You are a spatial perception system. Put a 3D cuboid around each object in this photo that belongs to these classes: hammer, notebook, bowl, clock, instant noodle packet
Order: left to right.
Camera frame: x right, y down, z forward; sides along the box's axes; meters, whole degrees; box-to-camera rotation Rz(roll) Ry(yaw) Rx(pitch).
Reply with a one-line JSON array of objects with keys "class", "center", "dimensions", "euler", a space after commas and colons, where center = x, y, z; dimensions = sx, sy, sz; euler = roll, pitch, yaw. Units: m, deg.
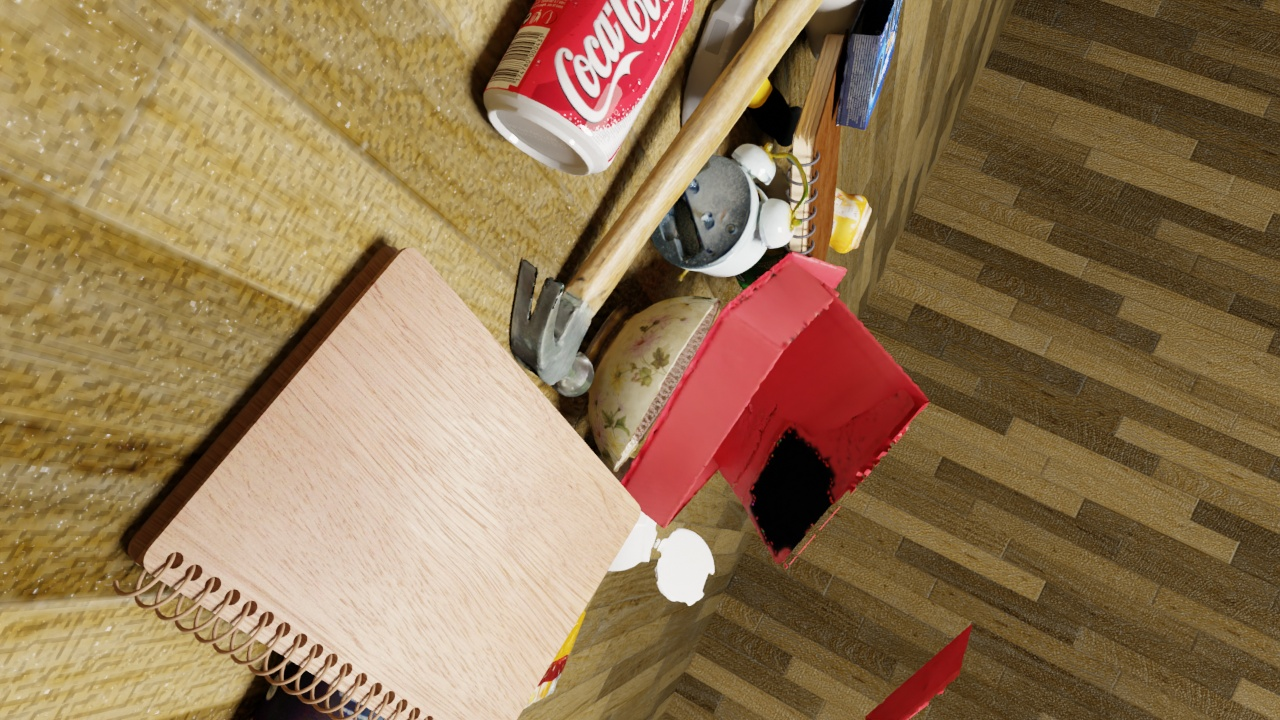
[{"class": "notebook", "center": [-0.096, 0.080, 0.418], "dimensions": [0.168, 0.022, 0.210], "euler": [-57, 133, -24]}, {"class": "instant noodle packet", "center": [-0.099, 0.283, 0.877], "dimensions": [0.098, 0.040, 0.135], "euler": [-64, 163, 2]}, {"class": "bowl", "center": [-0.004, 0.004, 0.675], "dimensions": [0.145, 0.063, 0.145], "euler": [-56, 173, -11]}, {"class": "hammer", "center": [0.026, -0.127, 0.583], "dimensions": [0.330, 0.033, 0.132], "euler": [-55, 160, -5]}, {"class": "clock", "center": [0.064, -0.107, 0.654], "dimensions": [0.118, 0.083, 0.057], "euler": [-25, 160, 26]}, {"class": "hammer", "center": [0.097, -0.216, 0.749], "dimensions": [0.127, 0.029, 0.323], "euler": [-67, 165, 10]}, {"class": "notebook", "center": [0.150, -0.143, 0.794], "dimensions": [0.226, 0.024, 0.167], "euler": [81, 24, -49]}]

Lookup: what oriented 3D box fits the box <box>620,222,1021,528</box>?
[{"class": "box", "center": [0.208, 0.007, 0.853], "dimensions": [0.509, 0.141, 0.216], "euler": [-14, 143, -44]}]

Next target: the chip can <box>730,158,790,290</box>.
[{"class": "chip can", "center": [0.112, -0.118, 0.862], "dimensions": [0.075, 0.075, 0.223], "euler": [-63, 164, -3]}]

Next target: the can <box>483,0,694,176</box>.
[{"class": "can", "center": [-0.021, -0.142, 0.414], "dimensions": [0.104, 0.064, 0.064], "euler": [-62, 164, -7]}]

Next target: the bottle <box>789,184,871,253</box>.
[{"class": "bottle", "center": [0.182, -0.154, 0.956], "dimensions": [0.063, 0.109, 0.063], "euler": [23, 89, -80]}]

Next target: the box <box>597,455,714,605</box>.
[{"class": "box", "center": [0.006, 0.156, 0.828], "dimensions": [0.138, 0.143, 0.083], "euler": [96, 10, -56]}]

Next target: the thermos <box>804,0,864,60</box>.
[{"class": "thermos", "center": [0.151, -0.302, 0.737], "dimensions": [0.052, 0.052, 0.224], "euler": [-65, 164, 4]}]

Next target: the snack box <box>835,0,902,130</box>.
[{"class": "snack box", "center": [0.193, -0.263, 0.760], "dimensions": [0.082, 0.027, 0.149], "euler": [87, 23, -45]}]

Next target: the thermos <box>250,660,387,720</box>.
[{"class": "thermos", "center": [-0.153, 0.188, 0.461], "dimensions": [0.076, 0.091, 0.232], "euler": [33, 81, -33]}]
